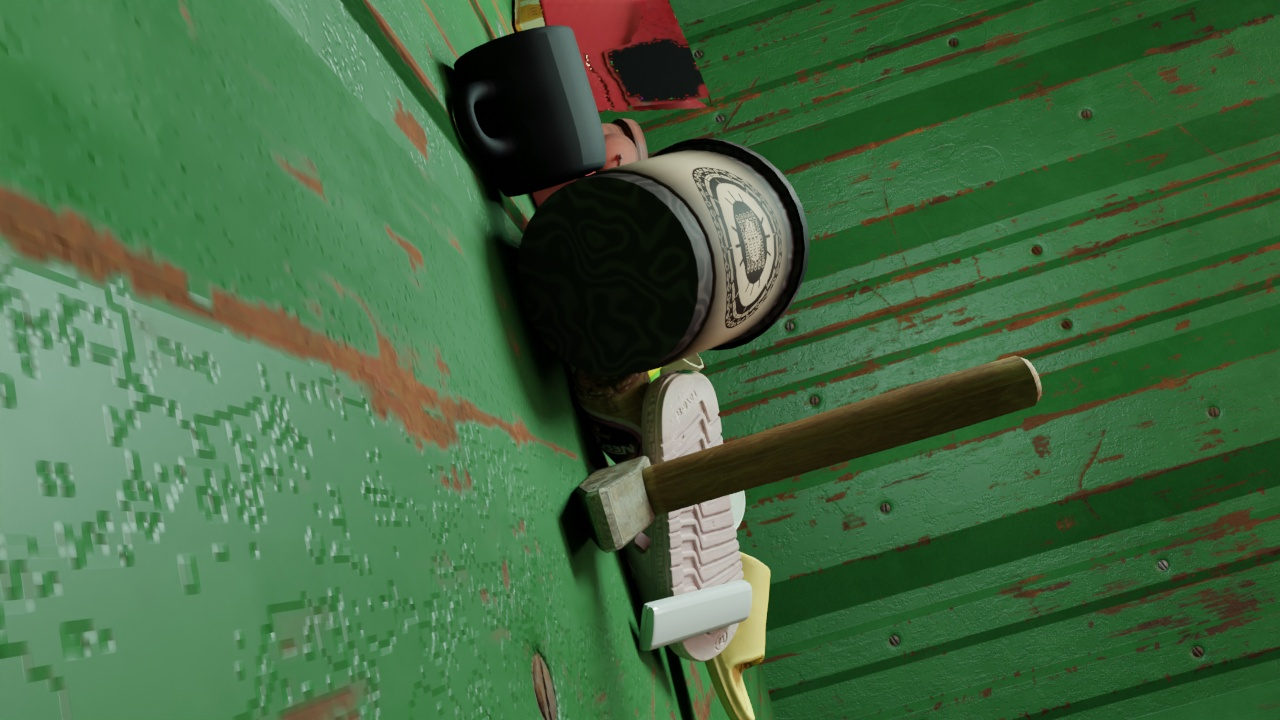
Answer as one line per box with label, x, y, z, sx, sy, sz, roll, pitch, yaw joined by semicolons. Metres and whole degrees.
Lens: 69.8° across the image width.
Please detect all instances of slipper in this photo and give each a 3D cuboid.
slipper;0.025;0.125;0.731;0.094;0.065;0.239;-17;104;-47
slipper;0.078;0.197;0.846;0.099;0.078;0.263;72;2;-64

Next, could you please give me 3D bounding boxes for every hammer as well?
hammer;0.107;0.054;0.587;0.158;0.301;0.037;6;67;-86

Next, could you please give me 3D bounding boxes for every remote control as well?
remote control;0.045;0.192;0.696;0.130;0.012;0.033;4;92;-50

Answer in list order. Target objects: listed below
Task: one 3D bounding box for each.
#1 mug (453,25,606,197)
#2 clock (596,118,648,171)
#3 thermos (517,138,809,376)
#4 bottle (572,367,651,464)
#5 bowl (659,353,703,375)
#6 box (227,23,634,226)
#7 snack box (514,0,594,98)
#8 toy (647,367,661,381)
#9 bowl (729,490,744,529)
mug;-0.081;-0.163;0.615;0.121;0.085;0.094;-30;105;-57
clock;-0.042;-0.221;1.084;0.157;0.072;0.121;-123;-143;-47
thermos;0.021;-0.076;0.681;0.225;0.173;0.173;-29;103;-64
bottle;-0.006;0.063;0.761;0.059;0.060;0.166;-103;175;-47
bowl;0.002;-0.025;1.080;0.152;0.050;0.152;40;12;-11
box;-0.184;-0.191;0.896;0.198;0.351;0.216;75;0;-49
snack box;-0.113;-0.430;1.262;0.195;0.080;0.145;-101;174;-55
toy;-0.005;0.005;0.876;0.124;0.097;0.131;-74;171;-78
bowl;0.058;0.159;1.050;0.051;0.114;0.114;-41;-120;55
